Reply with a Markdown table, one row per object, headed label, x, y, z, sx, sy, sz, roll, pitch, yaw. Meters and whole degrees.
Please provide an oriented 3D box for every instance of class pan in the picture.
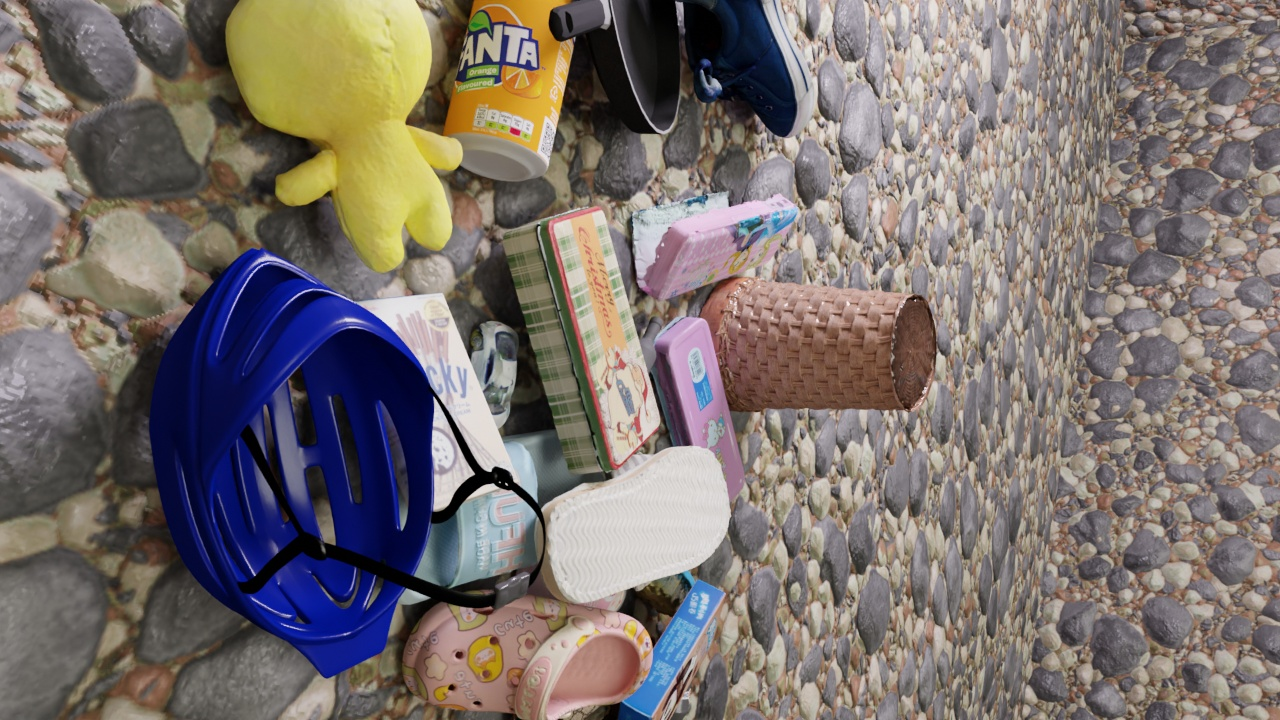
| label | x | y | z | sx | sy | sz | roll | pitch | yaw |
| --- | --- | --- | --- | --- | --- | --- | --- | --- | --- |
| pan | -0.022 | -0.277 | 0.716 | 0.355 | 0.034 | 0.225 | -61 | 143 | -61 |

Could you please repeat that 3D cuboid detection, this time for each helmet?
| label | x | y | z | sx | sy | sz | roll | pitch | yaw |
| --- | --- | --- | --- | --- | --- | --- | --- | --- | --- |
| helmet | -0.155 | 0.056 | 0.498 | 0.147 | 0.228 | 0.241 | -14 | 101 | -52 |

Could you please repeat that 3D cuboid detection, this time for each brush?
| label | x | y | z | sx | sy | sz | roll | pitch | yaw |
| --- | --- | --- | --- | --- | --- | --- | --- | --- | --- |
| brush | 0.020 | 0.189 | 0.892 | 0.075 | 0.055 | 0.136 | -56 | 135 | -27 |

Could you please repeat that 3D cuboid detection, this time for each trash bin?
| label | x | y | z | sx | sy | sz | roll | pitch | yaw |
| --- | --- | --- | --- | --- | --- | --- | --- | --- | --- |
| trash bin | 0.184 | -0.013 | 0.966 | 0.151 | 0.210 | 0.151 | -5 | 97 | -53 |

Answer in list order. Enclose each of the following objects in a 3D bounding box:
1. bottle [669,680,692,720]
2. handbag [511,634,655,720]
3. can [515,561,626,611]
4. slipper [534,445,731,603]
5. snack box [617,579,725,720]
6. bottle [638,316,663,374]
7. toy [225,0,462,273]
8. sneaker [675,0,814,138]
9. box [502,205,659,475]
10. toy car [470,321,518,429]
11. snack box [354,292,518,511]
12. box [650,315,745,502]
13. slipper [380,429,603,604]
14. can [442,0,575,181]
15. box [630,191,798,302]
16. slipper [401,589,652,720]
| label | x | y | z | sx | sy | sz | roll | pitch | yaw |
| --- | --- | --- | --- | --- | --- | --- | --- | --- | --- |
| bottle | 0.034 | 0.336 | 0.940 | 0.036 | 0.036 | 0.110 | 19 | 78 | -53 |
| handbag | -0.048 | 0.303 | 0.820 | 0.166 | 0.063 | 0.138 | -11 | 119 | -58 |
| can | -0.060 | 0.191 | 0.775 | 0.076 | 0.067 | 0.067 | 7 | 87 | -54 |
| slipper | -0.003 | 0.134 | 0.773 | 0.272 | 0.054 | 0.114 | -11 | 83 | -59 |
| snack box | 0.028 | 0.286 | 0.850 | 0.150 | 0.034 | 0.087 | -48 | 154 | -44 |
| bottle | -0.005 | 0.005 | 0.863 | 0.030 | 0.030 | 0.112 | 53 | 52 | -41 |
| toy | -0.175 | -0.161 | 0.568 | 0.133 | 0.092 | 0.208 | -34 | 122 | -43 |
| sneaker | 0.091 | -0.292 | 0.911 | 0.127 | 0.120 | 0.294 | -45 | 150 | 1 |
| box | -0.044 | -0.018 | 0.749 | 0.117 | 0.050 | 0.205 | -40 | 116 | -68 |
| toy car | -0.115 | 0.014 | 0.718 | 0.038 | 0.027 | 0.089 | 11 | 84 | -55 |
| snack box | -0.146 | 0.028 | 0.629 | 0.081 | 0.026 | 0.150 | -15 | 80 | -52 |
| box | 0.058 | 0.060 | 0.952 | 0.076 | 0.036 | 0.214 | -39 | 124 | -40 |
| slipper | -0.099 | 0.108 | 0.710 | 0.244 | 0.074 | 0.104 | -16 | 105 | -53 |
| can | -0.095 | -0.211 | 0.680 | 0.079 | 0.079 | 0.142 | 23 | 75 | -52 |
| box | 0.069 | -0.130 | 0.946 | 0.229 | 0.077 | 0.085 | -24 | 149 | -51 |
| slipper | -0.075 | 0.228 | 0.686 | 0.197 | 0.081 | 0.093 | 8 | 100 | -22 |
